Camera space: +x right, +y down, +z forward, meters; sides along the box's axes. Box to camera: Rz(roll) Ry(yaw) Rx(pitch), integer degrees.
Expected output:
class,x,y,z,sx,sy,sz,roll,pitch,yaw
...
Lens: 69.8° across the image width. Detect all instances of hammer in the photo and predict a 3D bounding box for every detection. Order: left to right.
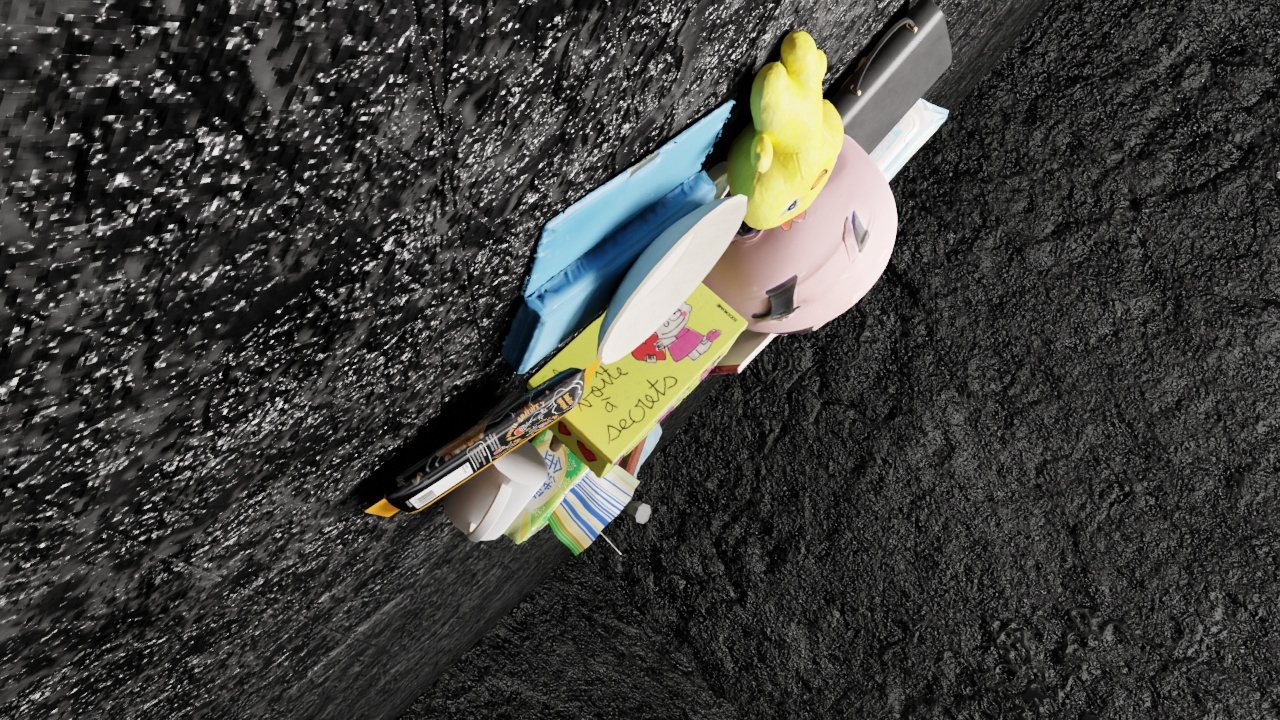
class,x,y,z,sx,sy,sz,roll,pitch,yaw
hammer,0.012,0.061,1.238,0.028,0.111,0.300,28,80,-45

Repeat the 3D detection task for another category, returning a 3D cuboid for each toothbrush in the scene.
class,x,y,z,sx,sy,sz,roll,pitch,yaw
toothbrush,-0.087,0.149,1.003,0.010,0.181,0.010,-43,166,-9

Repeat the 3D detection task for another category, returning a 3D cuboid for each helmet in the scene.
class,x,y,z,sx,sy,sz,roll,pitch,yaw
helmet,0.190,-0.125,1.057,0.255,0.152,0.230,-44,155,4

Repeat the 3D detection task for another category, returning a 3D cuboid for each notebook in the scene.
class,x,y,z,sx,sy,sz,roll,pitch,yaw
notebook,0.057,-0.010,1.140,0.209,0.012,0.152,-5,-160,33

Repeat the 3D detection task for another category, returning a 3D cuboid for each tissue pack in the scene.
class,x,y,z,sx,sy,sz,roll,pitch,yaw
tissue pack,-0.089,0.162,1.198,0.198,0.141,0.120,-50,172,20
tissue pack,0.294,-0.282,1.176,0.182,0.112,0.070,-49,173,11

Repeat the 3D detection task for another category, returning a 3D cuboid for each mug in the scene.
class,x,y,z,sx,sy,sz,roll,pitch,yaw
mug,-0.152,0.139,0.947,0.090,0.073,0.105,-51,-163,25

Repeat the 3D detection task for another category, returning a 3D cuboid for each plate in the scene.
class,x,y,z,sx,sy,sz,roll,pitch,yaw
plate,0.020,-0.075,0.789,0.188,0.027,0.189,-46,171,-10

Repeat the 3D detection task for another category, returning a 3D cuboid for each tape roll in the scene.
class,x,y,z,sx,sy,sz,roll,pitch,yaw
tape roll,0.059,-0.155,0.902,0.093,0.013,0.093,-46,173,-8

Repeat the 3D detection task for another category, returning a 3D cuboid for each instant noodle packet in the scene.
class,x,y,z,sx,sy,sz,roll,pitch,yaw
instant noodle packet,-0.131,0.070,0.794,0.220,0.032,0.160,-33,176,-13

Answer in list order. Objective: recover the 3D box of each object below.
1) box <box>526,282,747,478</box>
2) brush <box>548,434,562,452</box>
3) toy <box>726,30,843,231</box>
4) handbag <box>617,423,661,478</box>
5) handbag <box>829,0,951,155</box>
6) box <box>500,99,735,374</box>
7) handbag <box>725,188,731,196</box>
class,x,y,z,sx,sy,sz,roll,pitch,yaw
box,-0.006,0.006,0.964,0.220,0.124,0.081,-41,170,-27
brush,-0.085,0.061,1.024,0.039,0.012,0.151,-49,-166,18
toy,0.126,-0.196,0.814,0.133,0.092,0.208,-51,164,-18
handbag,-0.045,0.118,1.365,0.122,0.119,0.191,-7,-156,27
handbag,0.274,-0.326,1.042,0.176,0.072,0.195,-48,168,7
box,-0.012,-0.099,0.738,0.230,0.033,0.175,-41,170,-34
handbag,0.132,-0.219,0.956,0.119,0.029,0.055,-51,171,-14
